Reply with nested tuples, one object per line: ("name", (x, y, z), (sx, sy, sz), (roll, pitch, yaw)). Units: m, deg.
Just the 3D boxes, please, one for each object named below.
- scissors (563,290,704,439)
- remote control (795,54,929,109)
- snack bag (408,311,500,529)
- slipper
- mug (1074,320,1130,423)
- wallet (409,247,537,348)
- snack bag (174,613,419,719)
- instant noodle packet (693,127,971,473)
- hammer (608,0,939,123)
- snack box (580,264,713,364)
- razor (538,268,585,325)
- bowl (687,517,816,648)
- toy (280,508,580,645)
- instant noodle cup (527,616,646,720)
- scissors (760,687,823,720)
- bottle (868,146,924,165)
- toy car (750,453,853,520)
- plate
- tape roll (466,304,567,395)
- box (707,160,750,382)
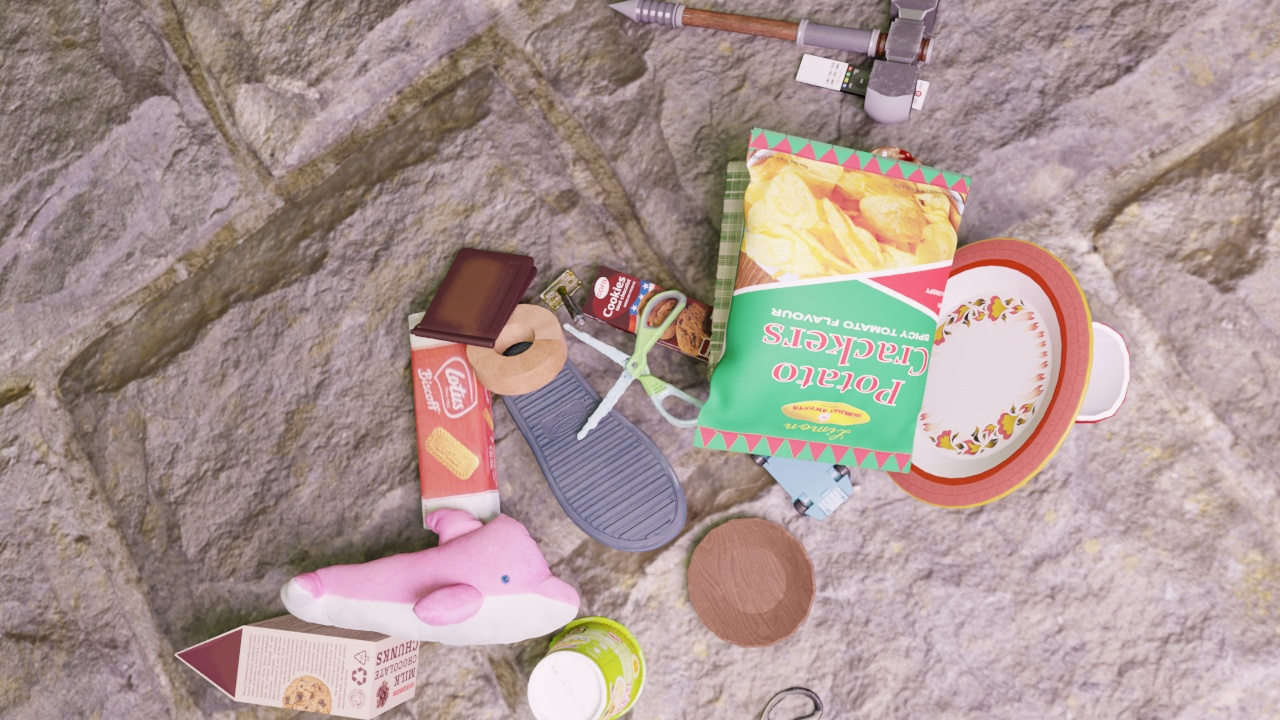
("scissors", (-0.005, 0.005, 0.850), (0.172, 0.021, 0.171), (31, 78, 19))
("remote control", (0.215, -0.270, 0.894), (0.124, 0.012, 0.028), (18, 87, 14))
("snack bag", (-0.187, 0.056, 0.926), (0.077, 0.041, 0.225), (-8, 83, 13))
("slipper", (-0.053, 0.088, 0.874), (0.101, 0.083, 0.263), (-33, 56, -13))
("mug", (0.352, -0.004, 0.780), (0.080, 0.096, 0.116), (8, 86, 0))
("wallet", (-0.164, -0.063, 0.913), (0.091, 0.018, 0.115), (9, 53, 19))
("snack bag", (-0.334, 0.291, 0.899), (0.206, 0.094, 0.070), (3, 83, 12))
("instant noodle packet", (0.157, -0.041, 0.742), (0.195, 0.090, 0.253), (8, 96, -15))
("hammer", (0.121, -0.326, 0.898), (0.322, 0.043, 0.156), (14, 76, 15))
("snack box", (0.018, -0.043, 0.897), (0.141, 0.031, 0.051), (22, 88, 14))
("razor", (-0.069, -0.055, 0.888), (0.042, 0.106, 0.026), (-41, 115, 3))
("bowl", (0.103, 0.204, 0.849), (0.118, 0.030, 0.117), (-2, 83, 12))
("toy", (-0.188, 0.195, 0.844), (0.265, 0.187, 0.127), (0, 67, -2))
("instant noodle cup", (-0.052, 0.290, 0.832), (0.099, 0.108, 0.099), (-1, 83, 11))
("scissors", (0.104, 0.368, 0.836), (0.132, 0.012, 0.169), (38, 89, 16))
("bottle", (0.210, -0.141, 0.828), (0.099, 0.111, 0.099), (-1, 83, 11))
("toy car", (0.148, 0.097, 0.855), (0.060, 0.027, 0.107), (-44, 67, 4))
("plate", (0.277, 0.011, 0.765), (0.021, 0.230, 0.229), (16, 85, -27))
("tape roll", (-0.119, -0.011, 0.889), (0.094, 0.027, 0.093), (-6, 49, 7))
("box", (0.107, -0.071, 0.840), (0.050, 0.117, 0.205), (5, 82, 22))
